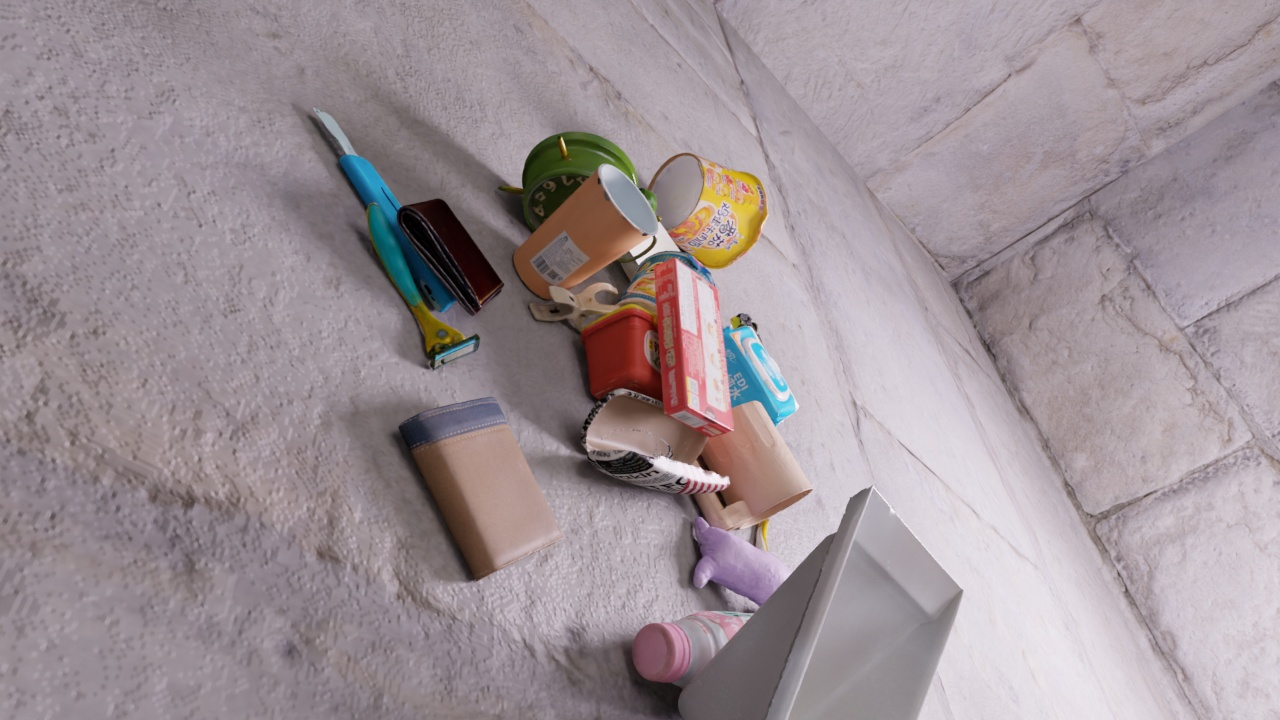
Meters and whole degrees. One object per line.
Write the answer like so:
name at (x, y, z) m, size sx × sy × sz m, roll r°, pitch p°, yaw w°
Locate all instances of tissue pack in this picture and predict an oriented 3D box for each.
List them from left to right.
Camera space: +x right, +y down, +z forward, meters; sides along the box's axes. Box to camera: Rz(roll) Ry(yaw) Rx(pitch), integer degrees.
tissue pack at (0.125, 0.020, 1.073) m, size 0.140 × 0.063 × 0.089 m, roll 60°, pitch 25°, yaw 9°

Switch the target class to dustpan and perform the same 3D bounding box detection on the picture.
dustpan at (0.145, 0.259, 0.639) m, size 0.222 × 0.258 × 0.142 m, roll 43°, pitch 6°, yaw -44°

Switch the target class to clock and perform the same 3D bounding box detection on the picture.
clock at (-0.051, -0.154, 0.918) m, size 0.161 × 0.116 × 0.056 m, roll 36°, pitch 42°, yaw -30°

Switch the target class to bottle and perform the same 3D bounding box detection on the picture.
bottle at (0.071, 0.228, 0.713) m, size 0.196 × 0.068 × 0.068 m, roll 21°, pitch 41°, yaw -46°

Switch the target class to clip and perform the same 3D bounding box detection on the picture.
clip at (-0.065, -0.042, 0.866) m, size 0.104 × 0.083 × 0.034 m, roll -10°, pitch 67°, yaw -40°

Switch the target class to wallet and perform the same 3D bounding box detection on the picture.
wallet at (-0.148, -0.087, 0.734) m, size 0.096 × 0.020 × 0.122 m, roll 55°, pitch 8°, yaw -10°
wallet at (-0.105, 0.082, 0.617) m, size 0.115 × 0.033 × 0.090 m, roll 60°, pitch 27°, yaw 9°

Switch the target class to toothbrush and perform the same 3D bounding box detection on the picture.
toothbrush at (0.130, 0.169, 0.948) m, size 0.016 × 0.018 × 0.191 m, roll 47°, pitch 26°, yaw -14°

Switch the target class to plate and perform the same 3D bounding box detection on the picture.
plate at (0.020, -0.105, 1.074) m, size 0.163 × 0.034 × 0.164 m, roll 52°, pitch 22°, yaw -5°

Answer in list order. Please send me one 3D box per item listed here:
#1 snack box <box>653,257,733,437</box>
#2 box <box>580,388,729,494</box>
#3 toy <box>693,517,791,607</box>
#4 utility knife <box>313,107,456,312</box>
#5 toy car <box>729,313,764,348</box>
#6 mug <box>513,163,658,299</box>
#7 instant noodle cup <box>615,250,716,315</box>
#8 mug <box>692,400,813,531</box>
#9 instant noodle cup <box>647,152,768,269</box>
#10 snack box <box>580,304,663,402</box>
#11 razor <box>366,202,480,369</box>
snack box at (0.048, -0.012, 0.832) m, size 0.075 × 0.026 × 0.152 m, roll 29°, pitch 48°, yaw -47°
box at (0.014, 0.070, 0.799) m, size 0.162 × 0.076 × 0.087 m, roll 19°, pitch 64°, yaw -49°
toy at (0.094, 0.189, 0.819) m, size 0.108 × 0.039 × 0.083 m, roll 30°, pitch 32°, yaw -11°
utility knife at (-0.199, -0.120, 0.718) m, size 0.191 × 0.018 × 0.034 m, roll 55°, pitch 25°, yaw 2°
toy car at (0.141, -0.010, 1.183) m, size 0.048 × 0.032 × 0.105 m, roll -15°, pitch 83°, yaw -65°
mug at (-0.054, -0.112, 0.843) m, size 0.078 × 0.123 × 0.078 m, roll 41°, pitch 27°, yaw -27°
instant noodle cup at (0.017, -0.051, 0.943) m, size 0.099 × 0.099 × 0.109 m, roll 52°, pitch 33°, yaw -7°
mug at (0.095, 0.108, 0.907) m, size 0.124 × 0.084 × 0.103 m, roll -14°, pitch 68°, yaw -36°
instant noodle cup at (0.080, -0.202, 1.201) m, size 0.109 × 0.138 × 0.138 m, roll 19°, pitch 42°, yaw -41°
snack box at (-0.005, 0.005, 0.848) m, size 0.091 × 0.082 × 0.080 m, roll 30°, pitch 48°, yaw -41°
razor at (-0.169, -0.057, 0.679) m, size 0.043 × 0.028 × 0.132 m, roll -29°, pitch 86°, yaw -35°
